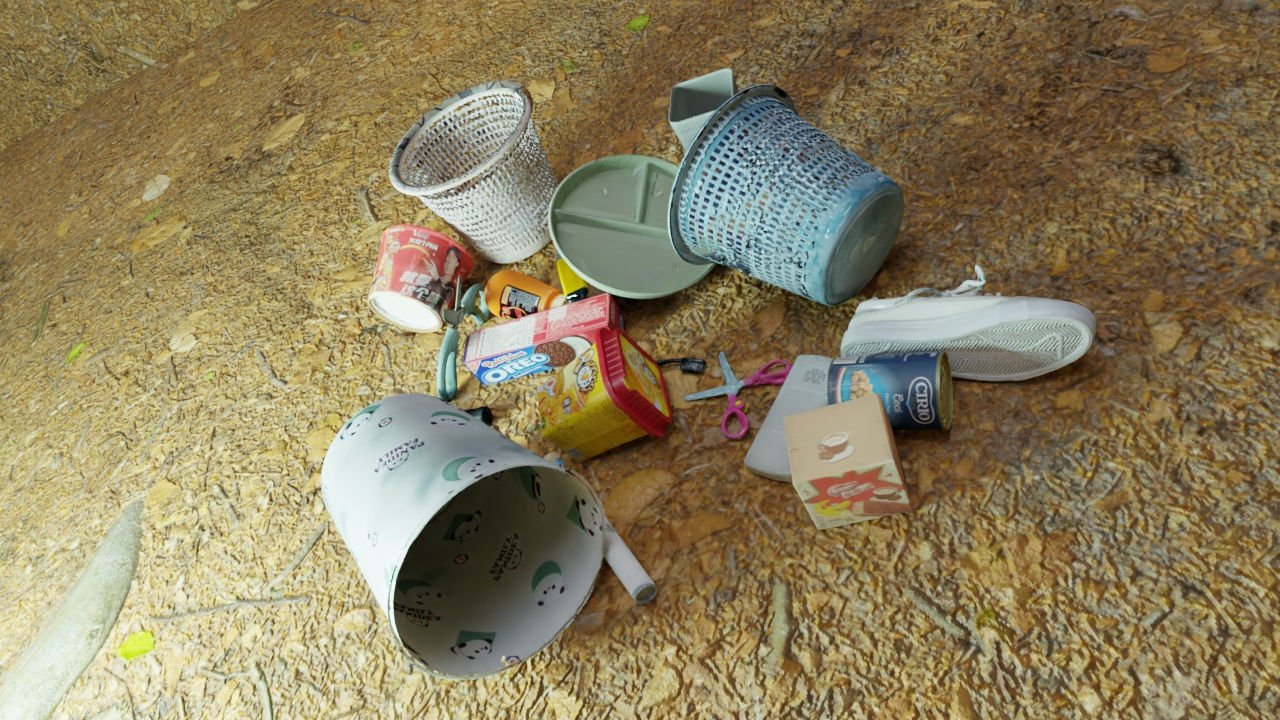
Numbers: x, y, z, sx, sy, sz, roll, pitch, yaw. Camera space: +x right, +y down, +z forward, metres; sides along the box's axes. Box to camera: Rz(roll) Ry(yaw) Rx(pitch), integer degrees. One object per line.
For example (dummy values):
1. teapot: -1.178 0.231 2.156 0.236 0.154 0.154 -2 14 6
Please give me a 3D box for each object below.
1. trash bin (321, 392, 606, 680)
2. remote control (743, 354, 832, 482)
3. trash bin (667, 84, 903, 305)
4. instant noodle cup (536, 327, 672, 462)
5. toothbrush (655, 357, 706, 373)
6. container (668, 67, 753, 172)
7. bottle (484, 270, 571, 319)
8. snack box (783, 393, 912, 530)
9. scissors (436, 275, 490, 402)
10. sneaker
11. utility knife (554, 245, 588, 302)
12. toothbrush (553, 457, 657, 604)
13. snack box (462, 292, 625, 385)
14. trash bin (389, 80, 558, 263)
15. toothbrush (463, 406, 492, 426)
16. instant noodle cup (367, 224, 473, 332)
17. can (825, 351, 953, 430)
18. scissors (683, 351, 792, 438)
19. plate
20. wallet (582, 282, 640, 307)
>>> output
1. trash bin: -0.199 0.161 0.951 0.229 0.229 0.252 -47 40 -14
2. remote control: 0.164 0.059 0.964 0.058 0.021 0.149 13 61 37
3. trash bin: 0.175 -0.168 1.038 0.195 0.227 0.226 37 75 31
4. instant noodle cup: -0.045 0.045 1.038 0.124 0.116 0.116 -31 43 19
5. toothbrush: -0.007 0.007 1.112 0.189 0.014 0.017 0 65 30
6. container: 0.102 -0.318 1.257 0.090 0.114 0.090 -12 48 20
7. bottle: -0.138 -0.077 1.227 0.150 0.067 0.066 17 62 30
8. snack box: 0.195 0.097 0.862 0.093 0.094 0.076 -15 47 17
9. scissors: -0.236 -0.030 1.219 0.019 0.174 0.170 12 99 7
10. sneaker: 0.325 -0.038 0.918 0.243 0.089 0.090 -4 47 35
11. utility knife: -0.095 -0.125 1.238 0.033 0.015 0.230 -22 28 0
12. toothbrush: -0.047 0.175 0.980 0.221 0.026 0.026 47 116 46
13. snack box: -0.123 -0.026 1.174 0.208 0.057 0.058 -14 49 18
14. trash bin: -0.214 -0.256 1.323 0.228 0.192 0.227 -16 47 17
15. toothbrush: -0.288 0.087 1.193 0.213 0.027 0.026 -10 5 23
16. instant noodle cup: -0.319 -0.112 1.310 0.138 0.138 0.108 -2 60 28
17. can: 0.244 0.032 0.904 0.111 0.075 0.075 -3 52 28
18. scissors: 0.111 0.031 1.025 0.136 0.017 0.133 -26 41 11
19. plate: -0.004 -0.173 1.183 0.230 0.028 0.229 3 60 -5
20. wallet: -0.027 -0.120 1.221 0.101 0.032 0.124 11 58 39
